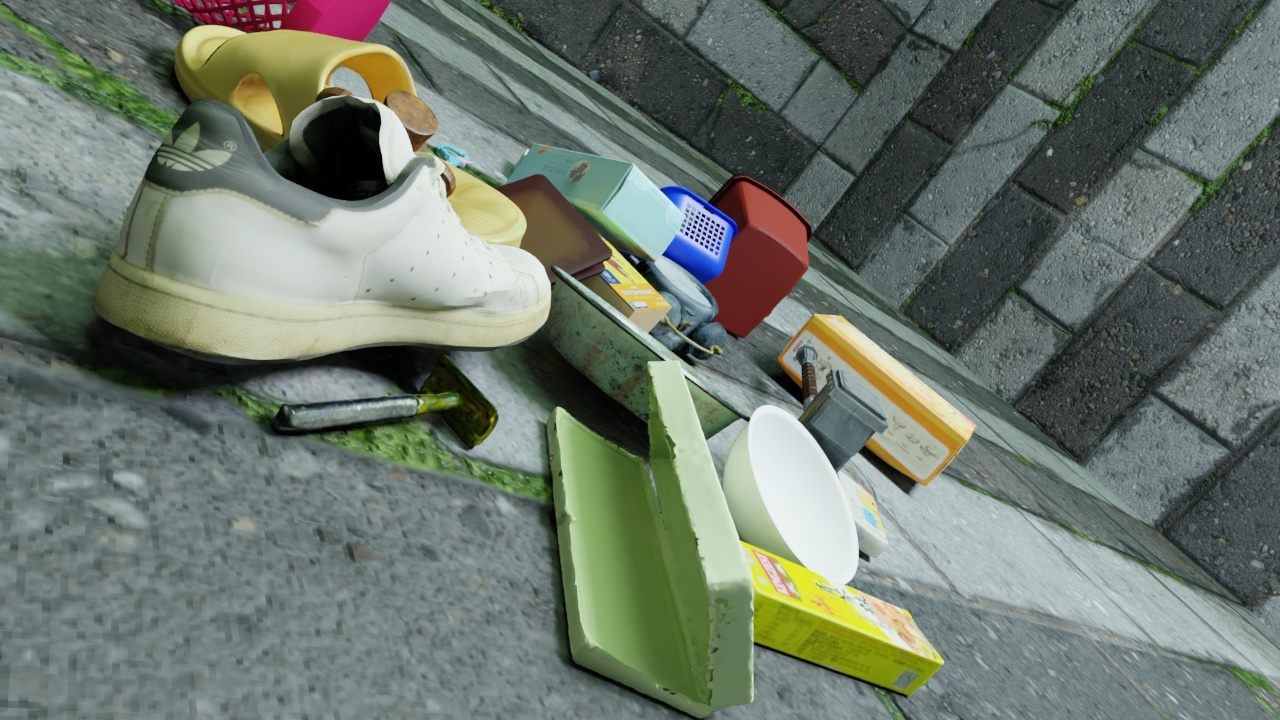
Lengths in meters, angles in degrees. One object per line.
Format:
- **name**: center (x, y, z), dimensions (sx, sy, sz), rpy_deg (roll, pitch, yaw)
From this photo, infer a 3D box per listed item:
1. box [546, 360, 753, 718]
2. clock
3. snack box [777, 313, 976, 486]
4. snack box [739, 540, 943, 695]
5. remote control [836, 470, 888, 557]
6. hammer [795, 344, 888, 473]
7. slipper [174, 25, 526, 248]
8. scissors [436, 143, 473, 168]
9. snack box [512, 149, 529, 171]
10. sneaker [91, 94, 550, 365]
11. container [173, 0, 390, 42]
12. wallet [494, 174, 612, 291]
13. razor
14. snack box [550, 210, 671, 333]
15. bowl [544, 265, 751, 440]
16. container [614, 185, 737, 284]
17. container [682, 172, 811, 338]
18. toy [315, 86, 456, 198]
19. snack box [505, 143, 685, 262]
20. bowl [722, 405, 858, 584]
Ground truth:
- **box**: center (0.010, 0.074, 0.426), dimensions (0.187, 0.089, 0.078), rpy_deg (-110, 174, -64)
- **clock**: center (0.026, -0.043, 0.794), dimensions (0.090, 0.052, 0.129), rpy_deg (27, 23, -33)
- **snack box**: center (0.248, 0.041, 0.970), dimensions (0.195, 0.081, 0.145), rpy_deg (42, 17, 16)
- **snack box**: center (0.095, 0.135, 0.476), dimensions (0.148, 0.029, 0.040), rpy_deg (28, 18, -30)
- **remote control**: center (0.165, 0.115, 0.703), dimensions (0.038, 0.018, 0.125), rpy_deg (37, 14, 1)
- **hammer**: center (0.136, 0.028, 0.735), dimensions (0.044, 0.099, 0.321), rpy_deg (37, 16, -1)
- **slipper**: center (-0.179, -0.152, 0.569), dimensions (0.263, 0.079, 0.099), rpy_deg (35, 34, 9)
- **scissors**: center (-0.153, -0.160, 0.818), dimensions (0.125, 0.015, 0.136), rpy_deg (33, 22, -10)
- **snack box**: center (-0.069, -0.170, 0.990), dimensions (0.150, 0.026, 0.082), rpy_deg (32, 16, -15)
- **sneaker**: center (-0.115, -0.060, 0.405), dimensions (0.089, 0.102, 0.241), rpy_deg (20, 13, 22)
- **container**: center (-0.311, -0.332, 0.692), dimensions (0.226, 0.183, 0.183), rpy_deg (42, 15, -10)
- **wallet**: center (-0.085, -0.079, 0.622), dimensions (0.115, 0.018, 0.091), rpy_deg (-28, 71, -40)
- **razor**: center (-0.107, 0.020, 0.384), dimensions (0.042, 0.026, 0.105), rpy_deg (46, 22, 20)
- **snack box**: center (-0.045, -0.069, 0.706), dimensions (0.126, 0.040, 0.088), rpy_deg (46, 17, 10)
- **bowl**: center (-0.004, 0.003, 0.575), dimensions (0.157, 0.038, 0.157), rpy_deg (37, 3, -3)
- **container**: center (0.025, -0.107, 0.872), dimensions (0.096, 0.058, 0.114), rpy_deg (29, -25, -27)
- **container**: center (0.116, -0.129, 1.048), dimensions (0.127, 0.148, 0.200), rpy_deg (34, 25, -16)
- **toy**: center (-0.143, -0.094, 0.475), dimensions (0.087, 0.113, 0.067), rpy_deg (36, 37, -19)
- **snack box**: center (-0.043, -0.142, 0.809), dimensions (0.075, 0.053, 0.175), rpy_deg (37, -8, -38)
- **bowl**: center (0.080, 0.084, 0.538), dimensions (0.110, 0.041, 0.109), rpy_deg (38, 35, -34)
